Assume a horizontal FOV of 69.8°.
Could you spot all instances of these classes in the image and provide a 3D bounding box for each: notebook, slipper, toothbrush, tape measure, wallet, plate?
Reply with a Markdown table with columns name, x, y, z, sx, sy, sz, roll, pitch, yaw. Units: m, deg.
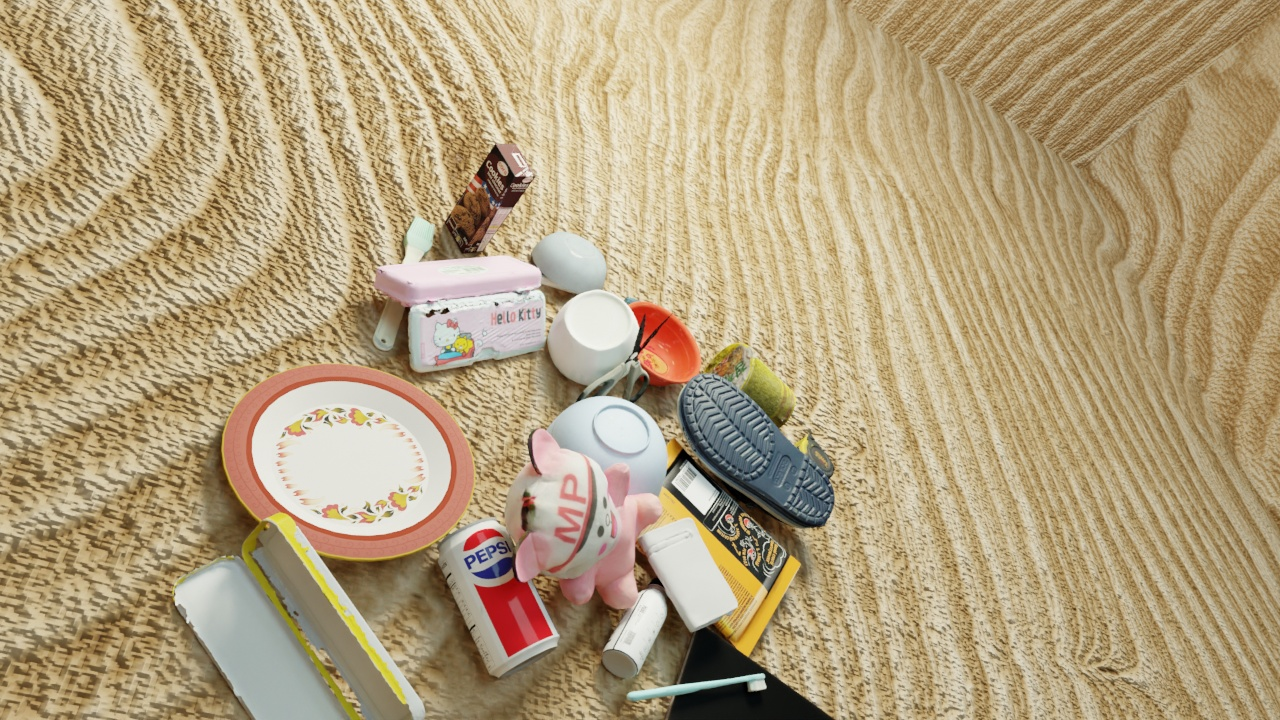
| name | x | y | z | sx | sy | sz | roll | pitch | yaw |
| --- | --- | --- | --- | --- | --- | --- | --- | --- | --- |
| notebook | 0.122 | 0.389 | 0.961 | 0.209 | 0.008 | 0.141 | 37 | 42 | -9 |
| slipper | 0.133 | 0.127 | 1.156 | 0.253 | 0.095 | 0.104 | 42 | 63 | -11 |
| toothbrush | -0.075 | -0.095 | 1.225 | 0.188 | 0.017 | 0.016 | 15 | 43 | -32 |
| tape measure | 0.236 | 0.145 | 1.273 | 0.067 | 0.038 | 0.062 | 50 | 30 | 2 |
| wallet | 0.048 | 0.231 | 0.986 | 0.086 | 0.032 | 0.116 | -2 | 56 | -48 |
| plate | -0.268 | 0.093 | 0.857 | 0.229 | 0.021 | 0.229 | 19 | 39 | -16 |
| toothbrush | 0.060 | 0.335 | 0.935 | 0.180 | 0.016 | 0.016 | 8 | 62 | -35 |

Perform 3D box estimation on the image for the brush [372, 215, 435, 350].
| name | x | y | z | sx | sy | sz | roll | pitch | yaw |
| --- | --- | --- | --- | --- | --- | --- | --- | --- | --- |
| brush | -0.271 | -0.091 | 1.053 | 0.033 | 0.012 | 0.217 | 27 | 43 | -22 |

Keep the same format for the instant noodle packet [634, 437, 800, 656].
| name | x | y | z | sx | sy | sz | roll | pitch | yaw |
| --- | --- | --- | --- | --- | --- | --- | --- | --- | --- |
| instant noodle packet | 0.078 | 0.212 | 1.067 | 0.221 | 0.032 | 0.159 | 45 | 45 | 0 |

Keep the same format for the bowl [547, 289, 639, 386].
| name | x | y | z | sx | sy | sz | roll | pitch | yaw |
| --- | --- | --- | --- | --- | --- | --- | --- | --- | --- |
| bowl | -0.053 | -0.033 | 1.112 | 0.116 | 0.066 | 0.116 | 4 | 63 | -8 |

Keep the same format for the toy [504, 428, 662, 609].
| name | x | y | z | sx | sy | sz | roll | pitch | yaw |
| --- | --- | --- | --- | --- | --- | --- | --- | --- | --- |
| toy | -0.059 | 0.160 | 0.884 | 0.213 | 0.084 | 0.141 | 39 | 64 | -56 |

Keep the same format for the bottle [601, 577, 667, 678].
| name | x | y | z | sx | sy | sz | roll | pitch | yaw |
| --- | --- | --- | --- | --- | --- | --- | --- | --- | --- |
| bottle | 0.001 | 0.269 | 0.943 | 0.041 | 0.041 | 0.115 | 42 | 38 | -3 |

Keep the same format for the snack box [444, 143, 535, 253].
| name | x | y | z | sx | sy | sz | roll | pitch | yaw |
| --- | --- | --- | --- | --- | --- | --- | --- | --- | --- |
| snack box | -0.185 | -0.195 | 1.117 | 0.031 | 0.141 | 0.051 | -12 | 64 | -47 |

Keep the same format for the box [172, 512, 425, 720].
| name | x | y | z | sx | sy | sz | roll | pitch | yaw |
| --- | --- | --- | --- | --- | --- | --- | --- | --- | --- |
| box | -0.268 | 0.228 | 0.714 | 0.210 | 0.084 | 0.079 | 51 | 31 | 8 |

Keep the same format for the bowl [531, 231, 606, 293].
| name | x | y | z | sx | sy | sz | roll | pitch | yaw |
| --- | --- | --- | --- | --- | --- | --- | --- | --- | --- |
| bowl | -0.088 | -0.136 | 1.216 | 0.106 | 0.039 | 0.106 | 24 | 31 | -16 |

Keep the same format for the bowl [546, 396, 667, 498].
| name | x | y | z | sx | sy | sz | roll | pitch | yaw |
| --- | --- | --- | --- | --- | --- | --- | --- | --- | --- |
| bowl | -0.032 | 0.095 | 1.019 | 0.150 | 0.075 | 0.150 | 14 | 46 | -15 |

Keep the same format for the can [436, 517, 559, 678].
| name | x | y | z | sx | sy | sz | roll | pitch | yaw |
| --- | --- | --- | --- | --- | --- | --- | --- | --- | --- |
| can | -0.132 | 0.218 | 0.846 | 0.070 | 0.070 | 0.132 | -10 | 63 | -46 |

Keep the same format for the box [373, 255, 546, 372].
| name | x | y | z | sx | sy | sz | roll | pitch | yaw |
| --- | --- | --- | --- | --- | --- | --- | --- | --- | --- |
| box | -0.202 | -0.056 | 1.056 | 0.101 | 0.103 | 0.201 | 23 | 23 | 35 |

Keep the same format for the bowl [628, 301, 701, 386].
| name | x | y | z | sx | sy | sz | roll | pitch | yaw |
| --- | --- | --- | --- | --- | --- | --- | --- | --- | --- |
| bowl | 0.015 | -0.014 | 1.210 | 0.130 | 0.045 | 0.130 | 24 | 42 | -24 |

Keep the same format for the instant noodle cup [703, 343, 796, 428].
| name | x | y | z | sx | sy | sz | roll | pitch | yaw |
| --- | --- | --- | --- | --- | --- | --- | --- | --- | --- |
| instant noodle cup | 0.151 | 0.043 | 1.247 | 0.108 | 0.102 | 0.102 | 32 | 39 | -30 |

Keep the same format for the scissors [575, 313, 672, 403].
| name | x | y | z | sx | sy | sz | roll | pitch | yaw |
| --- | --- | --- | --- | --- | --- | --- | --- | --- | --- |
| scissors | -0.016 | 0.011 | 1.094 | 0.169 | 0.157 | 0.012 | -37 | 63 | -8 |
